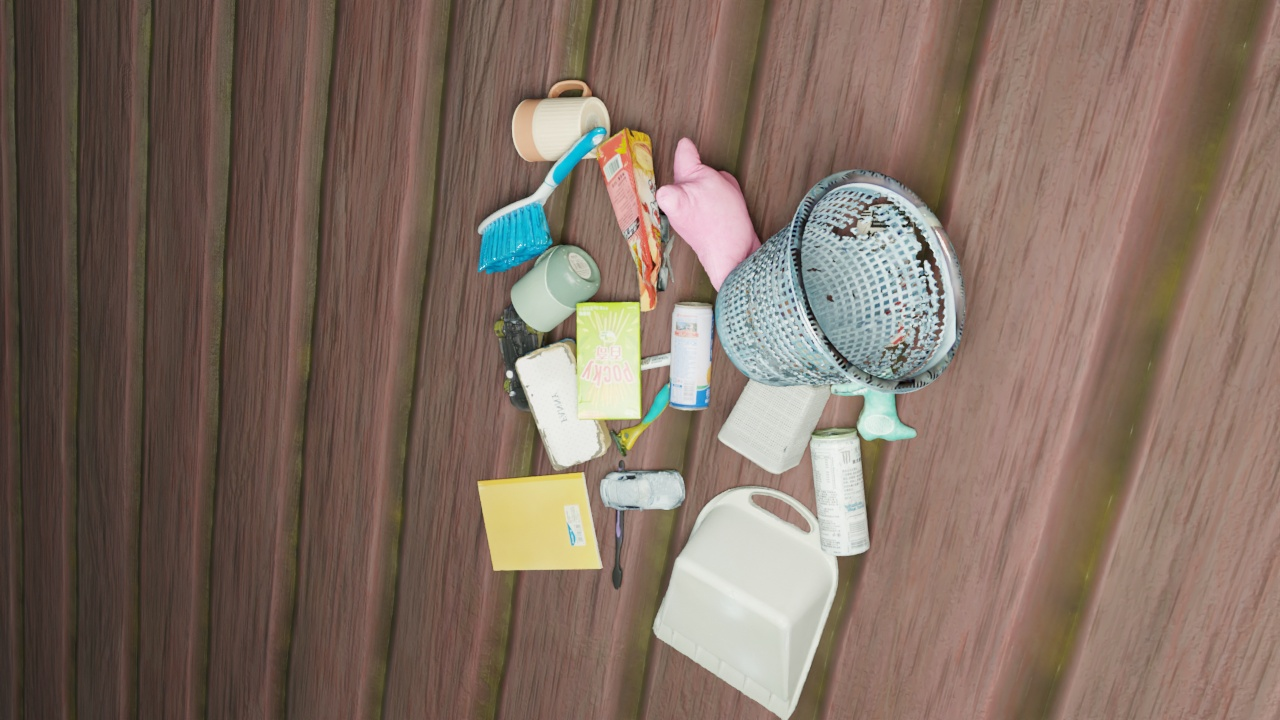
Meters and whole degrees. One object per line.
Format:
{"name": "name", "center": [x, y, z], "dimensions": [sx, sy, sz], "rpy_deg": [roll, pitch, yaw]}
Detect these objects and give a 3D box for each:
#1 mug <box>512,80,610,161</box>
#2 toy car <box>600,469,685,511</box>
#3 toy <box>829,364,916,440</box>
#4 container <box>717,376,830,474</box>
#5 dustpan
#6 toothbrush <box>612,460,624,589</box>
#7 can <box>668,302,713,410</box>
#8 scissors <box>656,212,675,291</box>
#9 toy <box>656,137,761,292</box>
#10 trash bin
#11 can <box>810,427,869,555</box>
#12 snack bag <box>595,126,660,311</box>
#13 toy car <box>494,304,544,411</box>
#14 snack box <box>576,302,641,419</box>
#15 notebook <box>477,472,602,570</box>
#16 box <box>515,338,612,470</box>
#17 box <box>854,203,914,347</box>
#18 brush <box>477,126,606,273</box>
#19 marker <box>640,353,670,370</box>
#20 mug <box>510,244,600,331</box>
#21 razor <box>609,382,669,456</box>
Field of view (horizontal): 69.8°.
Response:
{"name": "mug", "center": [-0.101, -0.323, 1.228], "dimensions": [0.106, 0.081, 0.114], "rpy_deg": [6, 71, 29]}
{"name": "toy car", "center": [0.002, 0.178, 1.259], "dimensions": [0.121, 0.036, 0.054], "rpy_deg": [-5, 94, 25]}
{"name": "toy", "center": [0.272, 0.049, 1.074], "dimensions": [0.096, 0.030, 0.092], "rpy_deg": [-3, 93, 11]}
{"name": "container", "center": [0.167, 0.061, 1.111], "dimensions": [0.090, 0.090, 0.114], "rpy_deg": [32, 110, 23]}
{"name": "dustpan", "center": [0.147, 0.301, 1.207], "dimensions": [0.223, 0.142, 0.258], "rpy_deg": [27, 140, 26]}
{"name": "toothbrush", "center": [-0.029, 0.234, 1.305], "dimensions": [0.014, 0.016, 0.189], "rpy_deg": [5, 97, 19]}
{"name": "can", "center": [0.065, -0.006, 1.182], "dimensions": [0.053, 0.053, 0.134], "rpy_deg": [8, 102, 30]}
{"name": "scissors", "center": [0.031, -0.131, 1.141], "dimensions": [0.014, 0.177, 0.160], "rpy_deg": [0, 140, -3]}
{"name": "toy", "center": [0.092, -0.169, 1.091], "dimensions": [0.075, 0.178, 0.194], "rpy_deg": [-20, 121, 34]}
{"name": "trash bin", "center": [0.191, -0.062, 0.974], "dimensions": [0.196, 0.226, 0.226], "rpy_deg": [-21, 86, 59]}
{"name": "can", "center": [0.238, 0.157, 1.098], "dimensions": [0.058, 0.058, 0.147], "rpy_deg": [-4, 95, 32]}
{"name": "snack bag", "center": [-0.004, -0.177, 1.152], "dimensions": [0.073, 0.129, 0.207], "rpy_deg": [-9, 75, -6]}
{"name": "toy car", "center": [-0.169, -0.004, 1.334], "dimensions": [0.070, 0.042, 0.158], "rpy_deg": [-3, 94, 30]}
{"name": "snack box", "center": [-0.042, 0.001, 1.224], "dimensions": [0.086, 0.026, 0.156], "rpy_deg": [0, 89, 2]}
{"name": "notebook", "center": [-0.156, 0.246, 1.385], "dimensions": [0.207, 0.010, 0.146], "rpy_deg": [-10, 92, 32]}
{"name": "box", "center": [-0.109, 0.054, 1.273], "dimensions": [0.090, 0.060, 0.184], "rpy_deg": [-18, 92, 8]}
{"name": "box", "center": [0.275, -0.095, 1.041], "dimensions": [0.070, 0.055, 0.164], "rpy_deg": [-1, 97, 16]}
{"name": "brush", "center": [-0.137, -0.207, 1.239], "dimensions": [0.315, 0.060, 0.109], "rpy_deg": [-16, 80, 49]}
{"name": "marker", "center": [-0.007, 0.007, 1.251], "dimensions": [0.146, 0.016, 0.017], "rpy_deg": [-11, 92, 32]}
{"name": "mug", "center": [-0.116, -0.113, 1.269], "dimensions": [0.107, 0.082, 0.111], "rpy_deg": [-37, 47, 31]}
{"name": "razor", "center": [0.007, 0.076, 1.246], "dimensions": [0.133, 0.028, 0.043], "rpy_deg": [-51, 45, 30]}
